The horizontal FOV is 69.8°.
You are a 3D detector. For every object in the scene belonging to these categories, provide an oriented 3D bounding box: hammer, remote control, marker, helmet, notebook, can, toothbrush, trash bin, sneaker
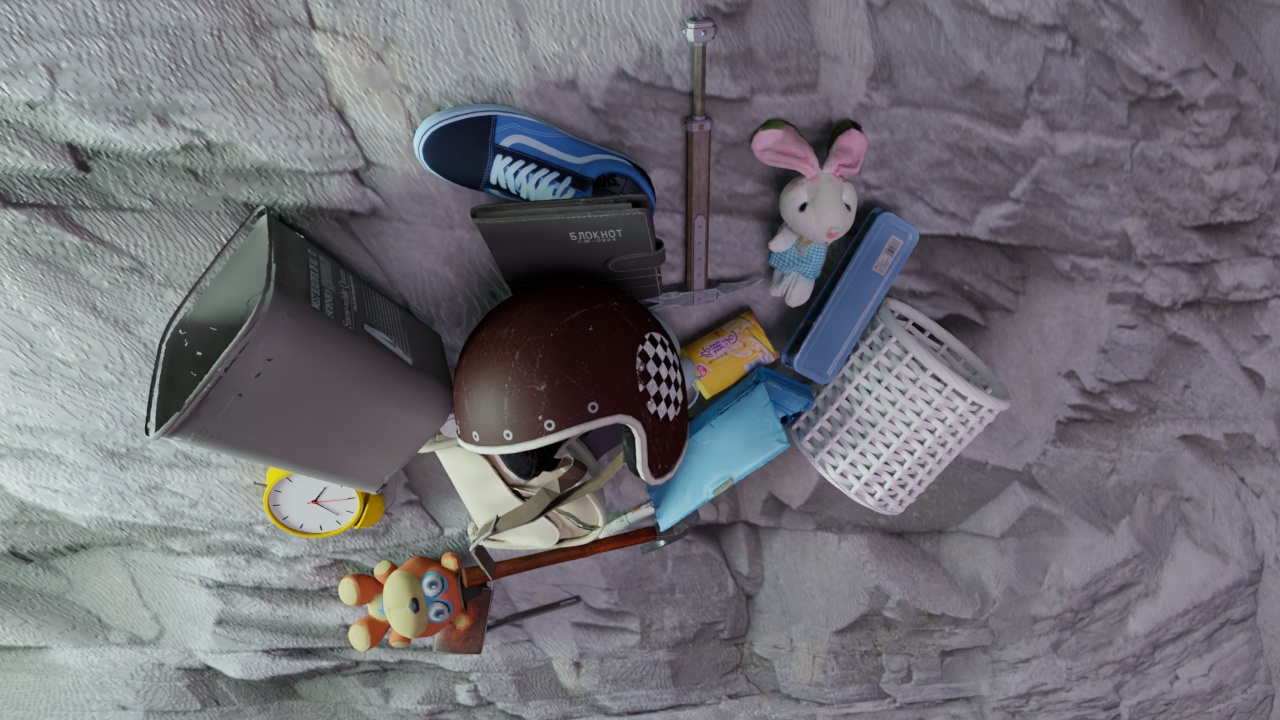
[{"bbox_3d":[0.064,-0.196,0.958,0.147,0.028,0.317,-8,126,-9],"label":"hammer"},{"bbox_3d":[-0.066,0.112,1.146,0.125,0.009,0.046,-40,126,17],"label":"remote control"},{"bbox_3d":[0.009,0.200,1.223,0.145,0.017,0.017,-28,126,4],"label":"marker"},{"bbox_3d":[-0.072,0.049,0.912,0.234,0.233,0.253,-5,123,39],"label":"helmet"},{"bbox_3d":[-0.060,-0.102,0.906,0.169,0.029,0.209,-3,163,4],"label":"notebook"},{"bbox_3d":[0.102,-0.006,1.074,0.105,0.067,0.068,-30,126,6],"label":"can"},{"bbox_3d":[-0.078,0.244,1.174,0.300,0.028,0.111,-10,157,-18],"label":"hammer"},{"bbox_3d":[-0.164,0.360,1.290,0.167,0.012,0.013,-15,126,-5],"label":"toothbrush"},{"bbox_3d":[-0.322,0.007,0.901,0.198,0.197,0.220,-45,129,16],"label":"trash bin"},{"bbox_3d":[-0.208,0.046,1.009,0.032,0.095,0.032,-8,124,-12],"label":"can"},{"bbox_3d":[-0.093,-0.180,0.881,0.241,0.098,0.084,10,119,-21],"label":"sneaker"}]

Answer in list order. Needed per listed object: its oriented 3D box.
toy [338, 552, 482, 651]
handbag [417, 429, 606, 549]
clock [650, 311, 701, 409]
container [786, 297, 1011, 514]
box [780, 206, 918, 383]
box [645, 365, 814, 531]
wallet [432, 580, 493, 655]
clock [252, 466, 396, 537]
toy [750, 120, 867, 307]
[{"bbox_3d":[-0.289,0.303,1.168,0.176,0.096,0.112,-14,89,-10],"label":"toy"},{"bbox_3d":[-0.146,0.150,1.070,0.184,0.131,0.229,-18,127,3],"label":"handbag"},{"bbox_3d":[-0.006,0.006,1.035,0.159,0.045,0.123,37,123,-11],"label":"clock"},{"bbox_3d":[0.303,0.054,1.097,0.189,0.189,0.187,24,116,-28],"label":"container"},{"bbox_3d":[0.231,-0.078,1.054,0.069,0.064,0.210,25,101,-22],"label":"box"},{"bbox_3d":[0.105,0.118,1.096,0.094,0.110,0.232,22,134,-32],"label":"box"},{"bbox_3d":[-0.242,0.348,1.246,0.072,0.019,0.123,8,117,-10],"label":"wallet"},{"bbox_3d":[-0.364,0.154,1.070,0.152,0.052,0.114,-4,125,-8],"label":"clock"},{"bbox_3d":[0.176,-0.144,0.978,0.131,0.105,0.206,0,122,-12],"label":"toy"}]
